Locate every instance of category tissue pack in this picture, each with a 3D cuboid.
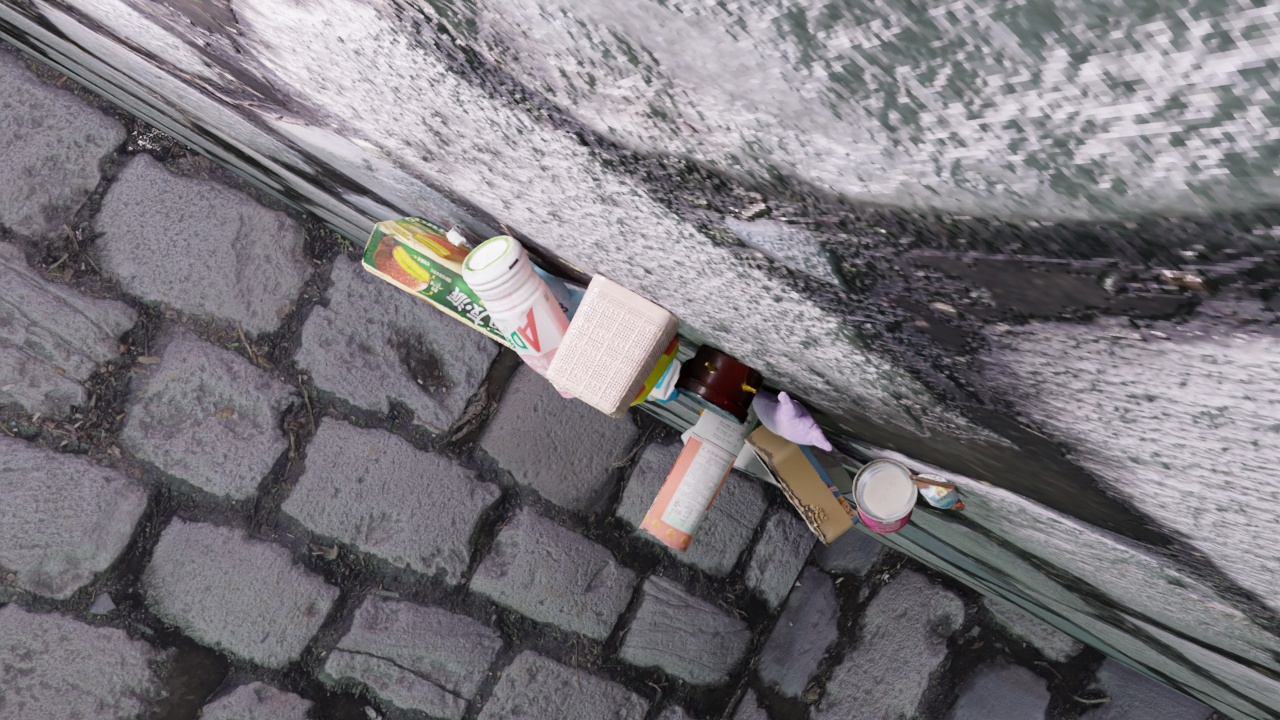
[{"bbox_3d":[-0.007,0.007,1.227,0.140,0.063,0.090,28,175,6],"label":"tissue pack"}]

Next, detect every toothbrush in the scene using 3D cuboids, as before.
[{"bbox_3d":[-0.166,-0.100,1.055,0.181,0.018,0.016,42,171,25],"label":"toothbrush"}]

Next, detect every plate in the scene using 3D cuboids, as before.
[{"bbox_3d":[0.185,0.136,1.341,0.266,0.034,0.161,20,-169,39],"label":"plate"}]

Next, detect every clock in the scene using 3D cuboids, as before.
[{"bbox_3d":[0.080,0.026,0.959,0.082,0.055,0.122,29,176,-3],"label":"clock"}]

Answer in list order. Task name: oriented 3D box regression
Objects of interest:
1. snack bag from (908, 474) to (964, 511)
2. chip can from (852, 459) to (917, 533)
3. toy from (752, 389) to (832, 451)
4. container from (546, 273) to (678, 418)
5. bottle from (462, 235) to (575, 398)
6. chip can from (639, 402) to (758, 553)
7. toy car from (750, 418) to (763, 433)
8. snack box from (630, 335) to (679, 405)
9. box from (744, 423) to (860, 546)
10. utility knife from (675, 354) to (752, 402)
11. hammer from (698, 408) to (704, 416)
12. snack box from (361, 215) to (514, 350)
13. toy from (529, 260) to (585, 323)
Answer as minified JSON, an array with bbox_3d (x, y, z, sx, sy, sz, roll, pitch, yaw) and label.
[{"bbox_3d":[0.311,0.137,0.959,0.048,0.026,0.104,13,168,28],"label":"snack bag"},{"bbox_3d":[0.292,0.165,1.097,0.071,0.071,0.210,28,174,19],"label":"chip can"},{"bbox_3d":[0.153,0.059,0.985,0.084,0.039,0.108,49,173,-17],"label":"toy"},{"bbox_3d":[-0.028,-0.009,0.891,0.090,0.111,0.090,28,176,7],"label":"container"},{"bbox_3d":[-0.112,-0.039,0.976,0.068,0.068,0.197,24,152,49],"label":"bottle"},{"bbox_3d":[0.080,0.139,1.185,0.071,0.214,0.071,29,176,2],"label":"chip can"},{"bbox_3d":[0.148,0.087,1.283,0.036,0.043,0.091,28,178,42],"label":"toy car"},{"bbox_3d":[-0.018,-0.009,0.980,0.080,0.091,0.082,38,172,-22],"label":"snack box"},{"bbox_3d":[0.202,0.147,1.161,0.184,0.061,0.089,54,-179,-29],"label":"box"},{"bbox_3d":[0.094,0.024,1.110,0.216,0.013,0.029,29,175,0],"label":"utility knife"},{"bbox_3d":[0.147,0.110,1.597,0.129,0.033,0.301,30,175,-4],"label":"hammer"},{"bbox_3d":[-0.212,-0.097,1.141,0.240,0.063,0.114,28,-162,4],"label":"snack box"},{"bbox_3d":[-0.080,-0.059,1.051,0.161,0.050,0.156,35,180,36],"label":"toy"}]
